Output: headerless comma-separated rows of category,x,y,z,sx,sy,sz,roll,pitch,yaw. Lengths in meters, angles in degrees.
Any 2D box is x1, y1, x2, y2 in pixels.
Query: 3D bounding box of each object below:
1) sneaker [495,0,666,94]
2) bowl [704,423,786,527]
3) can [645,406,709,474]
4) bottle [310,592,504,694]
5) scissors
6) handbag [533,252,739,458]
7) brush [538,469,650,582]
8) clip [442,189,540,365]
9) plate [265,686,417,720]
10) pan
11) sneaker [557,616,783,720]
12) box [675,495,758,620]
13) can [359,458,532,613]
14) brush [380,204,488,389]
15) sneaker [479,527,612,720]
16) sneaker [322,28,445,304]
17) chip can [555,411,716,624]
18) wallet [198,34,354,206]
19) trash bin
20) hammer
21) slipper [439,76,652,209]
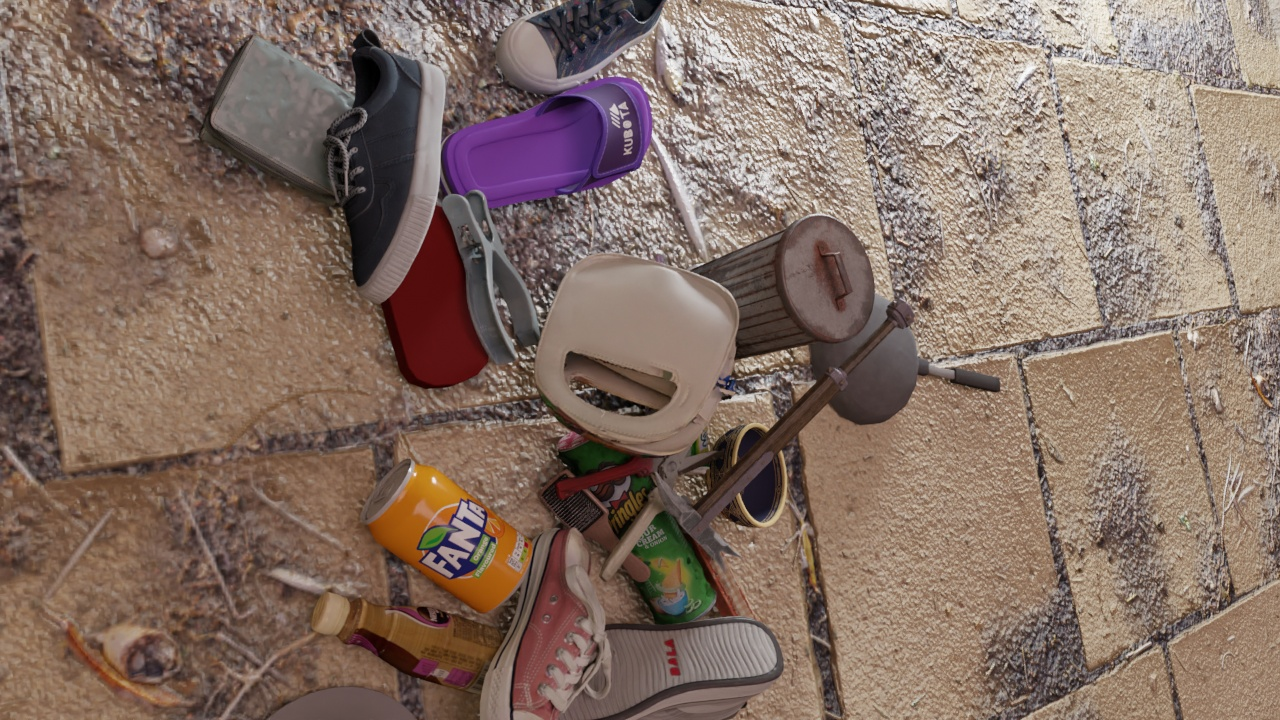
sneaker,-0.049,-0.358,0.987,0.234,0.079,0.087,-38,102,-33
bowl,0.107,0.128,1.009,0.112,0.061,0.112,17,68,-50
can,0.038,0.060,0.977,0.067,0.067,0.121,6,78,-33
bottle,-0.199,0.239,0.788,0.166,0.060,0.059,27,67,-27
scissors,0.000,0.125,0.881,0.193,0.015,0.179,18,73,-30
handbag,-0.005,0.005,0.896,0.201,0.093,0.199,18,56,11
brush,-0.042,0.167,0.894,0.135,0.050,0.015,46,30,0
clip,-0.146,-0.070,0.843,0.141,0.029,0.171,-70,141,-65
plate,-0.256,0.362,0.756,0.178,0.012,0.178,7,78,-33
pan,0.370,0.007,1.227,0.356,0.041,0.178,11,76,-32
sneaker,0.003,0.325,0.896,0.262,0.129,0.096,-5,45,-14
box,0.083,0.232,0.979,0.043,0.083,0.187,-29,100,-15
can,-0.169,0.155,0.812,0.142,0.079,0.079,42,61,-21
brush,-0.201,-0.059,0.852,0.082,0.042,0.173,-16,90,-35
sneaker,-0.069,0.250,0.809,0.118,0.088,0.240,58,30,-38
sneaker,-0.225,-0.167,0.777,0.087,0.089,0.235,15,67,-35
chip can,-0.002,0.164,0.928,0.075,0.076,0.223,-34,101,-34
wallet,-0.305,-0.207,0.805,0.131,0.054,0.100,29,74,-30
trash bin,0.139,-0.069,0.981,0.130,0.212,0.130,7,77,-33
hammer,0.152,0.053,0.895,0.316,0.028,0.147,-45,126,-5
slipper,-0.071,-0.223,0.934,0.265,0.084,0.107,-26,106,-33
